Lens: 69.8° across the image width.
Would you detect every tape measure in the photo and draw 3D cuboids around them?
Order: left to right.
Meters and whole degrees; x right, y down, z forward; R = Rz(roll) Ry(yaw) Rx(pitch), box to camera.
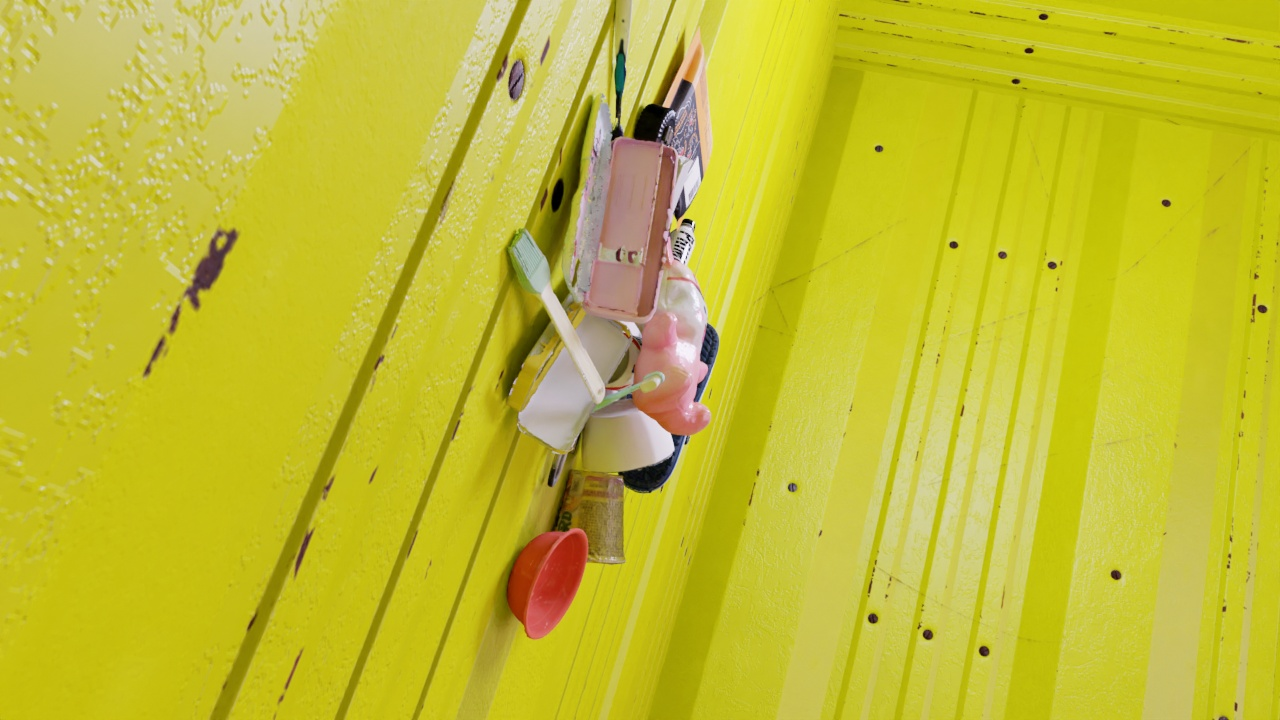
[{"bbox_3d":[0.020,-0.267,1.072,0.062,0.038,0.067,-5,116,-74],"label":"tape measure"}]

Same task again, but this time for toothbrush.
[{"bbox_3d":[-0.040,0.044,0.948,0.181,0.016,0.016,-25,-160,45],"label":"toothbrush"},{"bbox_3d":[-0.019,-0.297,0.924,0.017,0.016,0.189,-77,174,-50],"label":"toothbrush"}]

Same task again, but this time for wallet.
[{"bbox_3d":[0.030,-0.204,1.167,0.086,0.032,0.116,-47,158,-73],"label":"wallet"}]

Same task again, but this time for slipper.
[{"bbox_3d":[0.028,0.060,1.249,0.095,0.105,0.252,86,23,-71],"label":"slipper"}]

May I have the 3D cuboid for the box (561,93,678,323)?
[{"bbox_3d":[-0.018,-0.147,0.887,0.103,0.101,0.201,100,-1,-69],"label":"box"}]

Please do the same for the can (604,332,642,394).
[{"bbox_3d":[-0.007,0.007,1.121,0.132,0.070,0.070,15,89,-58],"label":"can"}]

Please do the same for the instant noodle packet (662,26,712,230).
[{"bbox_3d":[0.064,-0.305,1.229,0.221,0.032,0.159,76,31,-57],"label":"instant noodle packet"}]

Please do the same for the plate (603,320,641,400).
[{"bbox_3d":[-0.026,-0.003,1.222,0.229,0.021,0.230,15,89,-78],"label":"plate"}]

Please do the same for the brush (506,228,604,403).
[{"bbox_3d":[-0.071,-0.032,0.843,0.033,0.012,0.218,-65,147,-34],"label":"brush"}]

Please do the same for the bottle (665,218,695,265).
[{"bbox_3d":[0.053,-0.157,1.312,0.041,0.041,0.115,88,20,-53],"label":"bottle"}]

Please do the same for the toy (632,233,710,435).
[{"bbox_3d":[0.034,-0.027,1.041,0.142,0.084,0.212,61,25,-55],"label":"toy"}]

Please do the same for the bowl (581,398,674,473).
[{"bbox_3d":[-0.020,0.089,1.127,0.116,0.116,0.066,-42,124,-70],"label":"bowl"}]

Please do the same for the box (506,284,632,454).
[{"bbox_3d":[-0.058,-0.008,0.917,0.084,0.080,0.209,-60,-178,41],"label":"box"}]

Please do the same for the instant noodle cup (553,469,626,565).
[{"bbox_3d":[-0.061,0.193,1.136,0.102,0.102,0.108,39,57,-77],"label":"instant noodle cup"}]

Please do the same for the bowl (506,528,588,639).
[{"bbox_3d":[-0.110,0.242,1.027,0.130,0.045,0.131,-48,148,-44],"label":"bowl"}]

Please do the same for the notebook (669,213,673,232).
[{"bbox_3d":[0.018,-0.191,1.238,0.208,0.008,0.141,-28,131,-75],"label":"notebook"}]

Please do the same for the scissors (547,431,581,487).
[{"bbox_3d":[-0.077,0.070,1.053,0.169,0.012,0.157,94,14,-69],"label":"scissors"}]
